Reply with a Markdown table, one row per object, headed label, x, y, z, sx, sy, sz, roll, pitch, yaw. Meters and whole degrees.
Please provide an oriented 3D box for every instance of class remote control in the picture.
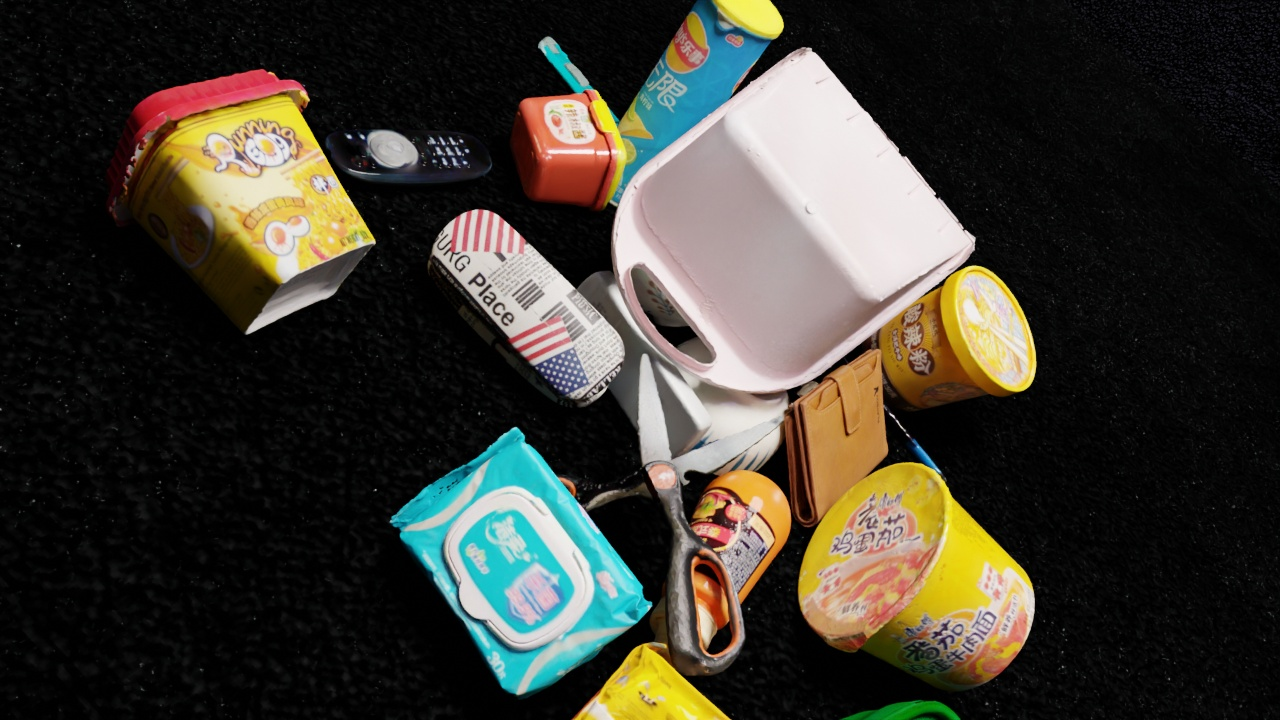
| label | x | y | z | sx | sy | sz | roll | pitch | yaw |
| --- | --- | --- | --- | --- | --- | --- | --- | --- | --- |
| remote control | -0.004 | 0.004 | 0.684 | 0.021 | 0.058 | 0.150 | -15 | 65 | -45 |
| remote control | -0.181 | -0.157 | 0.720 | 0.136 | 0.024 | 0.053 | -11 | 63 | -40 |

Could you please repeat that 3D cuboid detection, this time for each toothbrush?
| label | x | y | z | sx | sy | sz | roll | pitch | yaw |
| --- | --- | --- | --- | --- | --- | --- | --- | --- | --- |
| toothbrush | 0.216 | 0.040 | 0.846 | 0.016 | 0.014 | 0.189 | -26 | 73 | -45 |

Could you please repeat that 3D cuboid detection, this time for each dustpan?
| label | x | y | z | sx | sy | sz | roll | pitch | yaw |
| --- | --- | --- | --- | --- | --- | --- | --- | --- | --- |
| dustpan | 0.107 | -0.103 | 0.714 | 0.222 | 0.139 | 0.272 | 52 | 38 | 4 |

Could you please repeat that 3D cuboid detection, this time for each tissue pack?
| label | x | y | z | sx | sy | sz | roll | pitch | yaw |
| --- | --- | --- | --- | --- | --- | --- | --- | --- | --- |
| tissue pack | -0.068 | 0.113 | 0.515 | 0.133 | 0.093 | 0.050 | 51 | -1 | 13 |

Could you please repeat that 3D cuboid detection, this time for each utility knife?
| label | x | y | z | sx | sy | sz | roll | pitch | yaw |
| --- | --- | --- | --- | --- | --- | --- | --- | --- | --- |
| utility knife | -0.053 | -0.267 | 0.916 | 0.029 | 0.013 | 0.166 | -24 | 70 | -44 |

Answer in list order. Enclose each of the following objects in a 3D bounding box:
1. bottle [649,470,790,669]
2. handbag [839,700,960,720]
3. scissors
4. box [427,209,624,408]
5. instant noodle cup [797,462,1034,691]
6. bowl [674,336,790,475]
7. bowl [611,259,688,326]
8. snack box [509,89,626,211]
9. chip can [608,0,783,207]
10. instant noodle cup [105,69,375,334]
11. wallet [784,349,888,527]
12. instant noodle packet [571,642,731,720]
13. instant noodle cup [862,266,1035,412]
| label | x | y | z | sx | sy | sz | roll | pitch | yaw |
| --- | --- | --- | --- | --- | --- | --- | --- | --- | --- |
| bottle | 0.047 | 0.140 | 0.606 | 0.067 | 0.067 | 0.149 | 39 | 49 | -1 |
| handbag | 0.153 | 0.279 | 0.561 | 0.131 | 0.068 | 0.120 | -4 | 65 | -40 |
| scissors | 0.007 | 0.092 | 0.583 | 0.233 | 0.022 | 0.220 | -16 | 60 | -19 |
| box | -0.081 | -0.039 | 0.649 | 0.163 | 0.082 | 0.075 | 47 | 49 | 4 |
| instant noodle cup | 0.197 | 0.159 | 0.648 | 0.110 | 0.138 | 0.137 | 37 | 41 | -17 |
| bowl | 0.071 | 0.025 | 0.713 | 0.116 | 0.066 | 0.116 | 20 | 46 | -22 |
| bowl | 0.036 | -0.064 | 0.753 | 0.113 | 0.114 | 0.062 | -26 | 114 | -46 |
| snack box | -0.065 | -0.179 | 0.788 | 0.080 | 0.082 | 0.091 | -6 | 57 | -23 |
| chip can | 0.033 | -0.222 | 0.790 | 0.071 | 0.211 | 0.071 | 20 | 45 | -22 |
| instant noodle cup | -0.240 | -0.093 | 0.565 | 0.123 | 0.116 | 0.115 | 54 | 42 | -2 |
| wallet | 0.160 | 0.058 | 0.738 | 0.131 | 0.031 | 0.108 | -27 | 116 | -47 |
| instant noodle packet | 0.013 | 0.232 | 0.494 | 0.128 | 0.044 | 0.110 | 44 | 68 | 6 |
| instant noodle cup | 0.278 | -0.011 | 0.844 | 0.118 | 0.115 | 0.118 | 17 | 62 | -35 |
